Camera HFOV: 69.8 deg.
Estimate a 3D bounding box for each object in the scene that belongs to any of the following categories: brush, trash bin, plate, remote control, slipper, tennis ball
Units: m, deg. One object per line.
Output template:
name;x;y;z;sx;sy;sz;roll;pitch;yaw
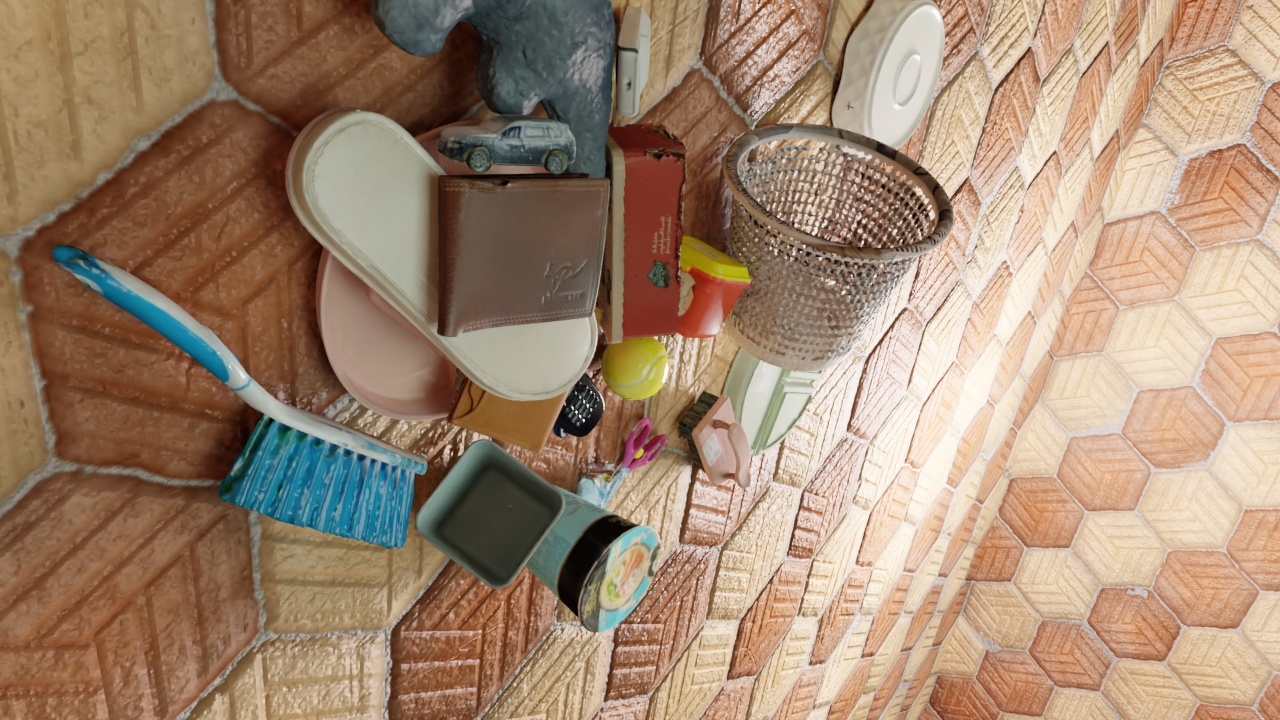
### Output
brush;-0.244;0.041;0.585;0.314;0.061;0.109;36;77;-55
trash bin;0.177;-0.104;0.943;0.226;0.227;0.193;-34;150;-38
plate;0.178;0.024;1.184;0.229;0.027;0.231;-33;136;-39
plate;-0.139;-0.064;0.675;0.228;0.028;0.230;-34;139;-37
remote control;-0.071;0.025;0.811;0.053;0.024;0.136;-54;146;-14
brush;0.095;0.103;1.081;0.063;0.073;0.146;-50;147;-22
slipper;-0.125;-0.062;0.616;0.274;0.054;0.114;42;74;-45
plate;0.298;-0.334;1.083;0.204;0.045;0.205;-33;136;-39
remote control;-0.006;-0.227;0.687;0.124;0.024;0.049;-85;177;-55
tennis ball;-0.005;0.005;0.876;0.065;0.065;0.066;-33;137;-38

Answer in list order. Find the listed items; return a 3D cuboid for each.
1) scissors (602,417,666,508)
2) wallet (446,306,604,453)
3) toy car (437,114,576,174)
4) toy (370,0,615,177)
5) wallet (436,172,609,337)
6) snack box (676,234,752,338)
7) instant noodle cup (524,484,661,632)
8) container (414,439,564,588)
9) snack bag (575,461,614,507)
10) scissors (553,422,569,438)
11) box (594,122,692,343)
scissors;-0.015;0.124;0.995;0.137;0.017;0.093;-60;149;4
wallet;-0.090;0.002;0.726;0.107;0.031;0.131;28;86;-50
toy car;-0.084;-0.138;0.584;0.090;0.043;0.034;-8;119;-34
toy;-0.093;-0.233;0.565;0.138;0.091;0.356;-52;142;3
wallet;-0.077;-0.070;0.599;0.124;0.032;0.101;-10;113;-41
snack box;0.045;-0.070;0.875;0.081;0.091;0.080;-1;120;-54
instant noodle cup;-0.060;0.179;0.872;0.111;0.120;0.111;-31;135;-38
container;-0.121;0.130;0.753;0.089;0.090;0.112;-53;176;-15
snack bag;-0.054;0.153;0.946;0.048;0.026;0.104;5;109;-49
scissors;-0.075;0.001;0.826;0.162;0.012;0.176;-30;133;-42
box;0.003;-0.107;0.763;0.076;0.091;0.169;-6;121;-14
